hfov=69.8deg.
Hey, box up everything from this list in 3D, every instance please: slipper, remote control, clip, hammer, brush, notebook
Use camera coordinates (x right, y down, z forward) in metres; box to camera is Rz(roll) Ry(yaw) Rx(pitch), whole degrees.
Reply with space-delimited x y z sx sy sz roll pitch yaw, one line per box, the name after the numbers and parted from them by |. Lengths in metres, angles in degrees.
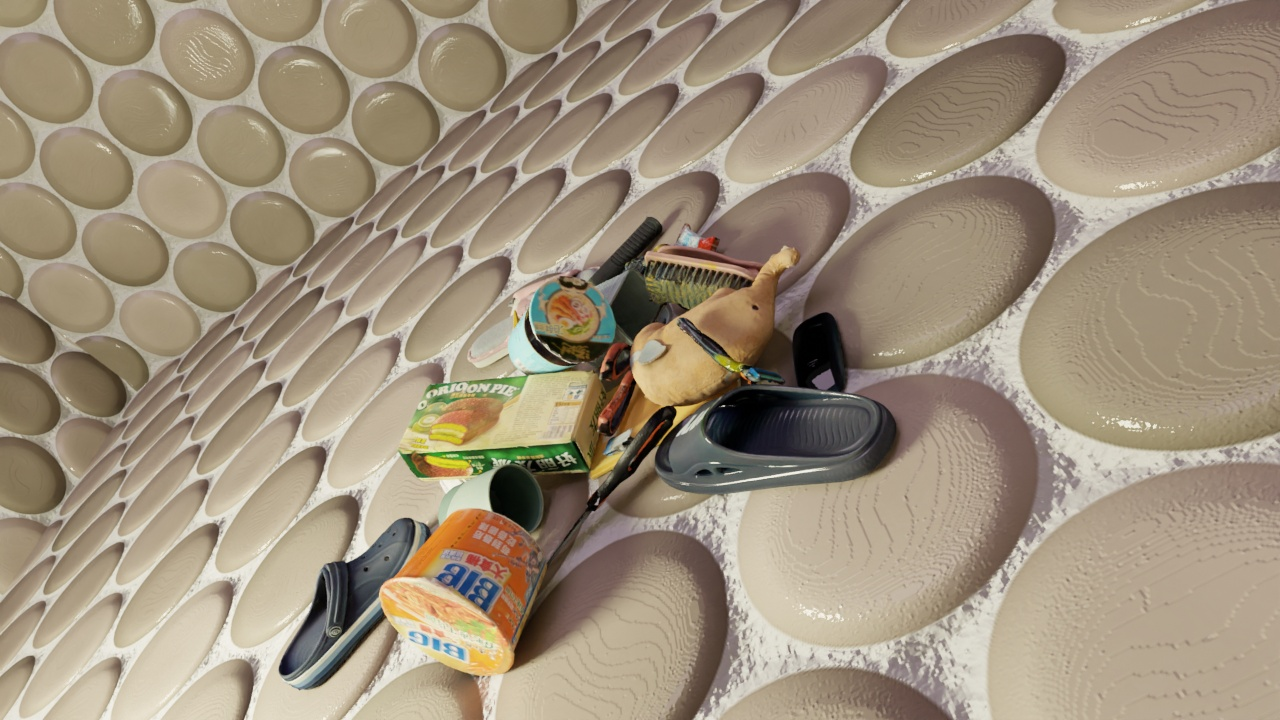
-0.171 -0.077 1.439 0.275 0.054 0.114 -29 31 22 | slipper
0.179 -0.008 0.935 0.053 0.024 0.136 -28 32 24 | remote control
-0.019 0.094 1.037 0.057 0.028 0.024 -22 34 47 | clip
-0.070 -0.105 1.343 0.129 0.033 0.300 29 65 28 | hammer
0.079 -0.101 1.108 0.146 0.063 0.072 10 56 19 | brush
0.026 0.045 1.071 0.207 0.010 0.145 -31 31 22 | notebook
-0.371 0.292 1.154 0.252 0.095 0.105 -51 32 -8 | slipper
0.109 0.060 0.871 0.269 0.083 0.110 -8 42 45 | slipper

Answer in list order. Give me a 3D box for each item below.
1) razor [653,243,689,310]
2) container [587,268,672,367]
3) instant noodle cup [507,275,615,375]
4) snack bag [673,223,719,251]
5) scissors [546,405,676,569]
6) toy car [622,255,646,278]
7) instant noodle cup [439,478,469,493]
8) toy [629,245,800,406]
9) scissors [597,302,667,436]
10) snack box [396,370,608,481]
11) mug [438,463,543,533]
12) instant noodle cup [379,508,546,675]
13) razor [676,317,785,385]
0.043 -0.121 1.229 0.067 0.062 0.167 -10 25 -7 | razor
-0.036 -0.051 1.201 0.112 0.090 0.089 -15 38 45 | container
-0.106 -0.032 1.131 0.121 0.111 0.111 -33 24 57 | instant noodle cup
0.075 -0.160 1.269 0.048 0.026 0.104 -65 26 7 | snack bag
-0.032 0.139 0.990 0.235 0.022 0.124 -55 -9 28 | scissors
-0.013 -0.108 1.306 0.049 0.031 0.105 -4 45 49 | toy car
-0.216 0.126 1.217 0.138 0.060 0.173 -47 27 -7 | instant noodle cup
0.090 -0.033 1.002 0.226 0.082 0.143 -31 43 14 | toy
-0.008 -0.004 1.084 0.015 0.214 0.197 12 84 17 | scissors
-0.165 0.079 1.114 0.240 0.063 0.114 -6 42 21 | snack box
-0.175 0.187 1.067 0.107 0.082 0.111 -25 68 37 | mug
-0.172 0.230 0.938 0.152 0.151 0.111 -18 28 38 | instant noodle cup
0.081 -0.007 0.925 0.143 0.042 0.022 37 106 41 | razor
